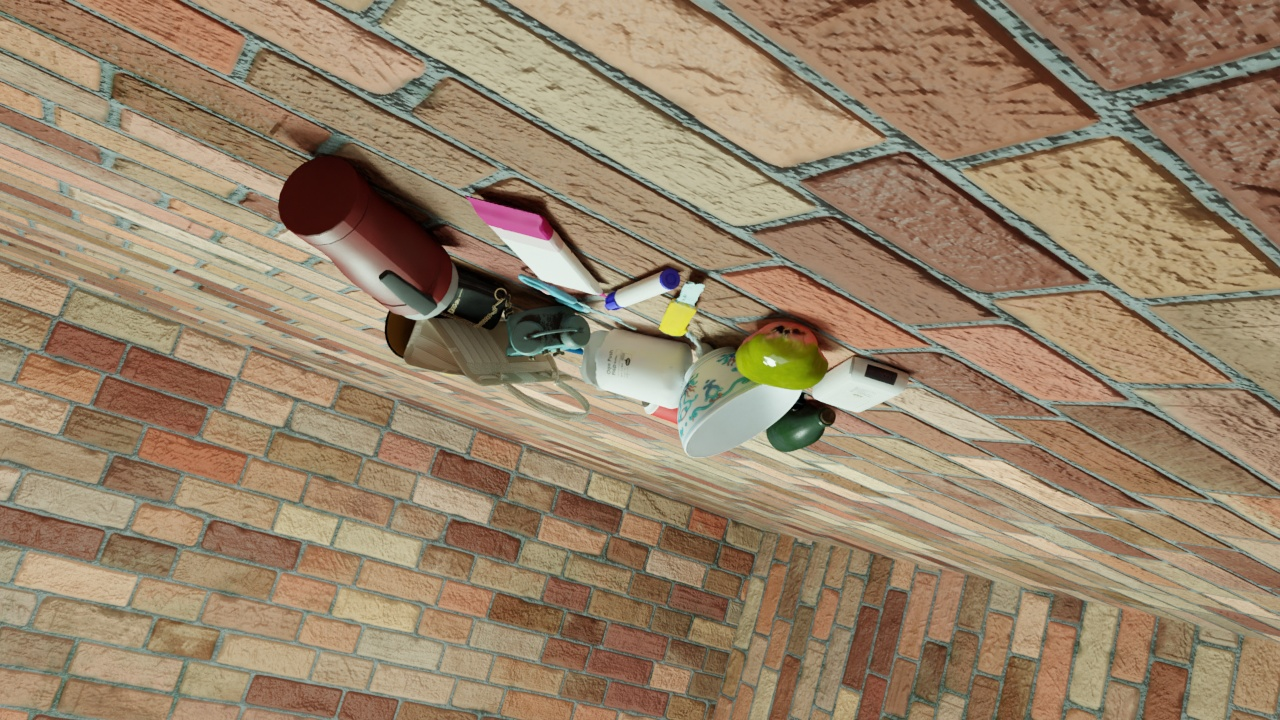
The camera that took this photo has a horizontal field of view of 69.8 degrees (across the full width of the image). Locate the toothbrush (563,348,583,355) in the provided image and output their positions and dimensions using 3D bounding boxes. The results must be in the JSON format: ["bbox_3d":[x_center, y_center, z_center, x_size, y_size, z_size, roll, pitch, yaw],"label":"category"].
[{"bbox_3d":[-0.064,-0.010,1.219,0.168,0.014,0.014,14,157,22],"label":"toothbrush"}]

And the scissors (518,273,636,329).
[{"bbox_3d":[-0.060,-0.054,0.962,0.141,0.015,0.111,29,177,12],"label":"scissors"}]

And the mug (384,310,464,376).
[{"bbox_3d":[-0.260,-0.045,1.168,0.123,0.100,0.094,53,-171,28],"label":"mug"}]

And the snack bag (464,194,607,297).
[{"bbox_3d":[-0.087,-0.099,0.829,0.070,0.016,0.196,18,169,19],"label":"snack bag"}]

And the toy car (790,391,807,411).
[{"bbox_3d":[0.149,0.037,1.078,0.046,0.034,0.112,23,168,-27],"label":"toy car"}]

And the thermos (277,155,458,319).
[{"bbox_3d":[-0.239,-0.099,0.852,0.108,0.084,0.198,53,180,23],"label":"thermos"}]

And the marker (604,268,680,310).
[{"bbox_3d":[-0.001,-0.064,0.858,0.020,0.020,0.142,21,168,-19],"label":"marker"}]

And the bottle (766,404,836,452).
[{"bbox_3d":[0.208,0.081,1.155,0.055,0.055,0.174,18,167,-5],"label":"bottle"}]

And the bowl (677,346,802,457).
[{"bbox_3d":[0.093,0.034,0.989,0.074,0.144,0.144,60,-172,25],"label":"bowl"}]

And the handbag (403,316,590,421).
[{"bbox_3d":[-0.143,0.018,1.072,0.198,0.062,0.175,33,-162,28],"label":"handbag"}]

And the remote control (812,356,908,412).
[{"bbox_3d":[0.223,0.027,0.945,0.060,0.025,0.139,18,166,-2],"label":"remote control"}]

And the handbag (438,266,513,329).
[{"bbox_3d":[-0.201,-0.080,1.029,0.128,0.054,0.079,23,156,-16],"label":"handbag"}]

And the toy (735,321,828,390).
[{"bbox_3d":[0.137,-0.004,0.867,0.090,0.051,0.110,14,166,4],"label":"toy"}]

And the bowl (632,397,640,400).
[{"bbox_3d":[0.002,0.031,1.253,0.106,0.039,0.106,17,169,3],"label":"bowl"}]

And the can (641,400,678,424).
[{"bbox_3d":[0.073,0.055,1.185,0.132,0.070,0.070,21,168,-17],"label":"can"}]

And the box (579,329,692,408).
[{"bbox_3d":[-0.008,0.006,1.065,0.143,0.080,0.089,14,-177,22],"label":"box"}]

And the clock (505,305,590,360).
[{"bbox_3d":[-0.106,-0.030,1.019,0.090,0.053,0.124,-9,177,-19],"label":"clock"}]

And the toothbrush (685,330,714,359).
[{"bbox_3d":[0.076,-0.005,1.023,0.024,0.022,0.185,52,-177,24],"label":"toothbrush"}]

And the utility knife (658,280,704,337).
[{"bbox_3d":[0.041,-0.047,0.886,0.030,0.019,0.224,12,173,-2],"label":"utility knife"}]
